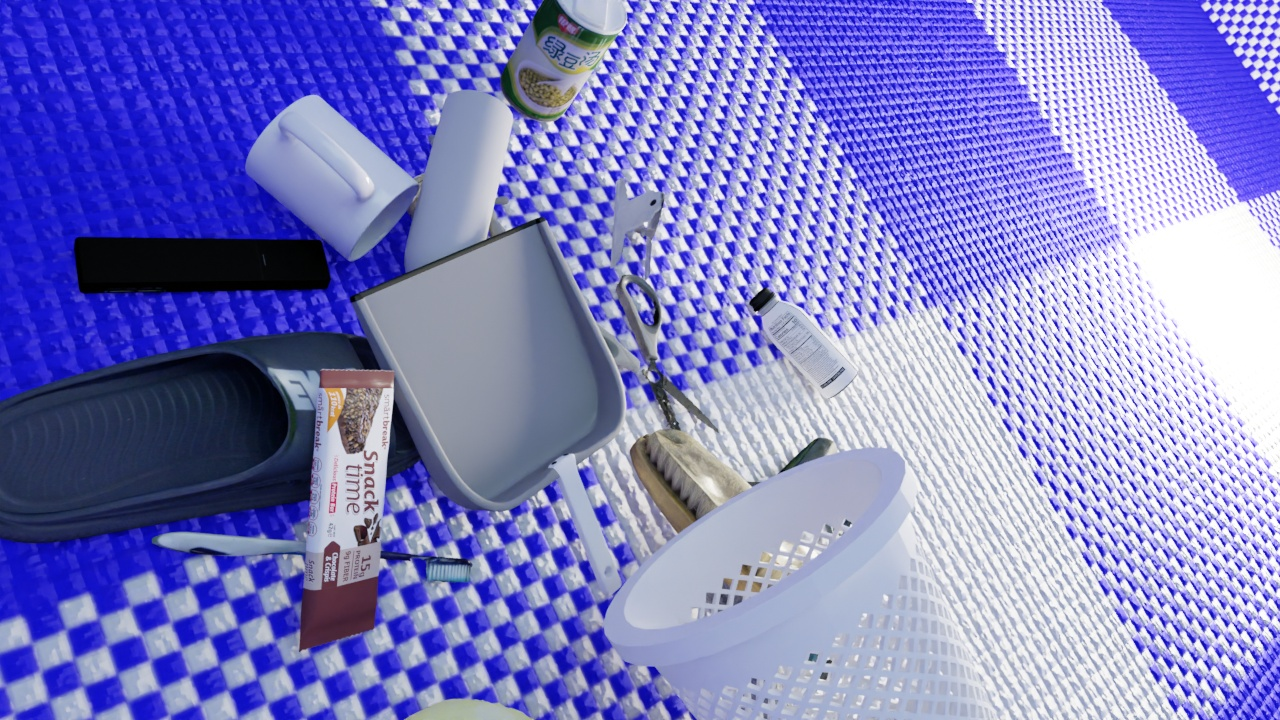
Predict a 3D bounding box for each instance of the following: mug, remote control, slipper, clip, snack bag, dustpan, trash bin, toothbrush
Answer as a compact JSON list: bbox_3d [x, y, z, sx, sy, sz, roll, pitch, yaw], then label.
[{"bbox_3d":[-0.210,-0.128,0.624,0.090,0.111,0.073,41,77,-6],"label":"mug"},{"bbox_3d":[-0.282,-0.062,0.601,0.149,0.013,0.034,-4,63,-35],"label":"remote control"},{"bbox_3d":[-0.239,0.028,0.533,0.267,0.084,0.110,-11,69,-36],"label":"slipper"},{"bbox_3d":[-0.001,-0.123,0.806,0.058,0.052,0.101,-4,58,9],"label":"clip"},{"bbox_3d":[-0.168,0.084,0.532,0.057,0.013,0.158,4,92,-60],"label":"snack bag"},{"bbox_3d":[-0.071,0.046,0.627,0.162,0.033,0.258,-32,108,-41],"label":"dustpan"},{"bbox_3d":[0.113,0.187,0.534,0.194,0.196,0.199,-35,96,-41],"label":"trash bin"},{"bbox_3d":[-0.191,0.120,0.555,0.188,0.016,0.017,13,68,-28],"label":"toothbrush"}]

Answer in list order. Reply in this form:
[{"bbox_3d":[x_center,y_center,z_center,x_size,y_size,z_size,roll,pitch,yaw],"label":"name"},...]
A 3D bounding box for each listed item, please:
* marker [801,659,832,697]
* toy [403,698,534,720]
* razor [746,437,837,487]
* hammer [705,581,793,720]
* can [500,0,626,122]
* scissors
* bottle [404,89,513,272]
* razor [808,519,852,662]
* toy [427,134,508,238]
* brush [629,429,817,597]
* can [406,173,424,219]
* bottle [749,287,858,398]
[{"bbox_3d":[0.100,0.265,0.665,0.151,0.011,0.011,-30,83,-41],"label":"marker"},{"bbox_3d":[-0.084,0.275,0.503,0.154,0.065,0.170,9,61,-27],"label":"toy"},{"bbox_3d":[0.117,0.101,0.751,0.067,0.054,0.151,36,41,14],"label":"razor"},{"bbox_3d":[-0.005,0.222,0.544,0.300,0.037,0.217,7,53,-47],"label":"hammer"},{"bbox_3d":[-0.068,-0.269,0.790,0.067,0.121,0.067,16,56,-26],"label":"can"},{"bbox_3d":[0.001,-0.005,0.754,0.157,0.013,0.165,20,55,-21],"label":"scissors"},{"bbox_3d":[-0.134,-0.094,0.645,0.052,0.053,0.195,19,67,-24],"label":"bottle"},{"bbox_3d":[0.150,0.177,0.743,0.042,0.022,0.143,29,52,-15],"label":"razor"},{"bbox_3d":[-0.133,-0.136,0.732,0.049,0.030,0.111,-15,78,-23],"label":"toy"},{"bbox_3d":[0.070,0.122,0.656,0.195,0.043,0.059,45,33,5],"label":"brush"},{"bbox_3d":[-0.147,-0.101,0.695,0.038,0.038,0.079,-25,79,-40],"label":"can"},{"bbox_3d":[0.146,-0.019,0.840,0.116,0.041,0.041,46,49,-2],"label":"bottle"}]
